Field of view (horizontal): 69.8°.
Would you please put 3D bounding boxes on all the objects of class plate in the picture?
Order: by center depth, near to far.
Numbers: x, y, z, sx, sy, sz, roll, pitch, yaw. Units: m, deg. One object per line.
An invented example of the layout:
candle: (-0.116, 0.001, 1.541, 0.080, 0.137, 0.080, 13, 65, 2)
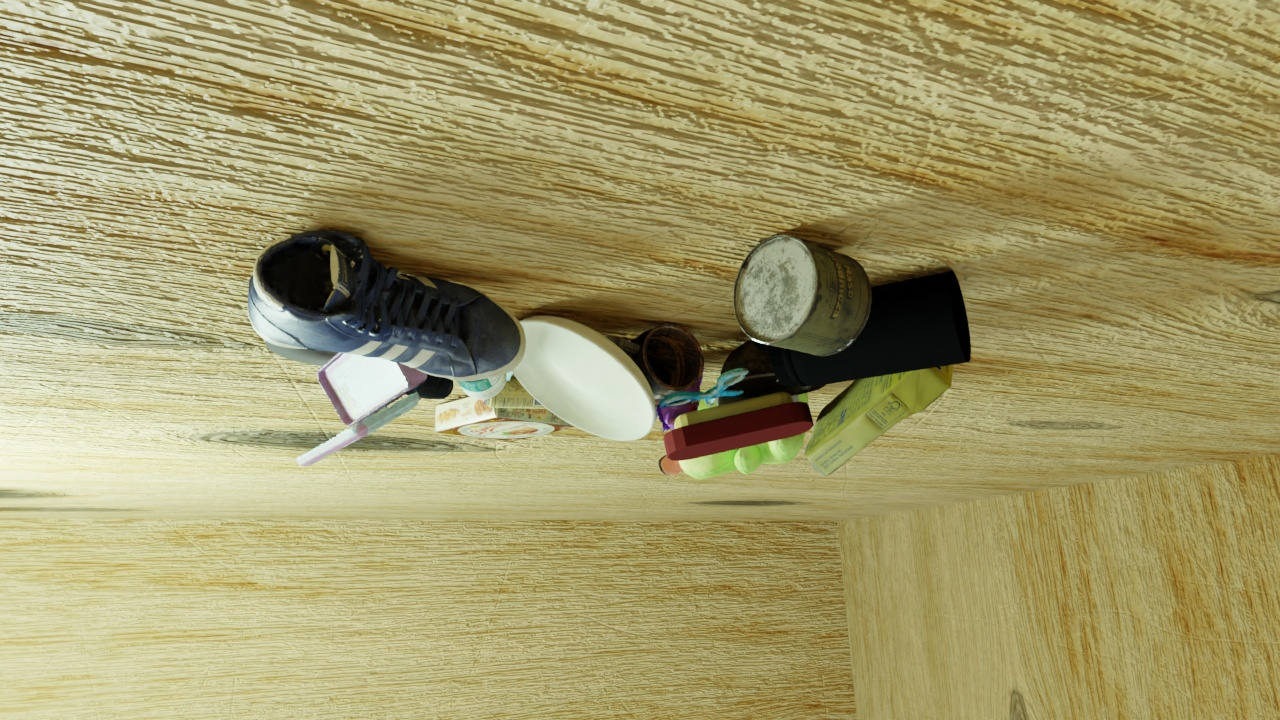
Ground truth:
plate: (-0.059, 0.013, 0.957, 0.182, 0.034, 0.183, 24, 148, 16)
plate: (-0.299, -0.019, 0.967, 0.178, 0.012, 0.178, -2, 165, -1)

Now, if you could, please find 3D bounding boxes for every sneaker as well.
sneaker: (-0.198, -0.049, 0.742, 0.233, 0.091, 0.119, 10, 160, -14)

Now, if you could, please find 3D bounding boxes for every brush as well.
brush: (0.112, 0.075, 1.069, 0.173, 0.041, 0.082, -13, 163, 3)

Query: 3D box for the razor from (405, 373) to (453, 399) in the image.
razor: (-0.239, 0.017, 1.006, 0.067, 0.054, 0.151, 11, 172, 1)

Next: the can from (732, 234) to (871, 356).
can: (0.135, -0.053, 0.766, 0.074, 0.089, 0.090, 10, 160, -40)

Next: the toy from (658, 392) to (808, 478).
toy: (0.137, 0.102, 1.262, 0.197, 0.149, 0.107, -14, 132, 35)

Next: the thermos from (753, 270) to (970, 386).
thermos: (0.208, -0.024, 0.891, 0.199, 0.086, 0.086, -11, 163, 28)

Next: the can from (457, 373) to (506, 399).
can: (-0.178, 0.008, 1.008, 0.055, 0.055, 0.102, -2, 165, -2)

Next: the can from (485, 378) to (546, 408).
can: (-0.156, 0.042, 1.169, 0.079, 0.038, 0.038, 2, 164, -17)

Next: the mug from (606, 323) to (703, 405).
mug: (-0.006, 0.006, 0.995, 0.115, 0.079, 0.107, 16, 157, -24)

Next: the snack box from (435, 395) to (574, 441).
snack box: (-0.190, 0.079, 1.296, 0.143, 0.041, 0.146, -15, 161, 41)

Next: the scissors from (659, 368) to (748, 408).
scissors: (0.067, 0.038, 0.985, 0.118, 0.013, 0.140, -19, 168, -4)

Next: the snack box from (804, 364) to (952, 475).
snack box: (0.256, 0.043, 0.982, 0.181, 0.045, 0.121, -46, -176, 32)

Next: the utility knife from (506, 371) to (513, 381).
utility knife: (-0.151, 0.004, 1.071, 0.022, 0.015, 0.167, 2, 163, -16)

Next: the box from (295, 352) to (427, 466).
box: (-0.296, 0.037, 0.913, 0.091, 0.090, 0.215, -32, -175, -36)

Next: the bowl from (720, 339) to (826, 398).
bowl: (0.148, 0.002, 1.038, 0.121, 0.056, 0.121, -2, 165, -1)

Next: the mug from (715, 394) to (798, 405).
mug: (0.139, 0.047, 1.167, 0.070, 0.084, 0.113, 5, 178, -35)

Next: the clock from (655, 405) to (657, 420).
clock: (-0.009, 0.049, 1.139, 0.057, 0.083, 0.118, -4, 163, 27)

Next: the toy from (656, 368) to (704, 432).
toy: (0.045, 0.045, 1.126, 0.056, 0.088, 0.106, 0, 166, 16)
